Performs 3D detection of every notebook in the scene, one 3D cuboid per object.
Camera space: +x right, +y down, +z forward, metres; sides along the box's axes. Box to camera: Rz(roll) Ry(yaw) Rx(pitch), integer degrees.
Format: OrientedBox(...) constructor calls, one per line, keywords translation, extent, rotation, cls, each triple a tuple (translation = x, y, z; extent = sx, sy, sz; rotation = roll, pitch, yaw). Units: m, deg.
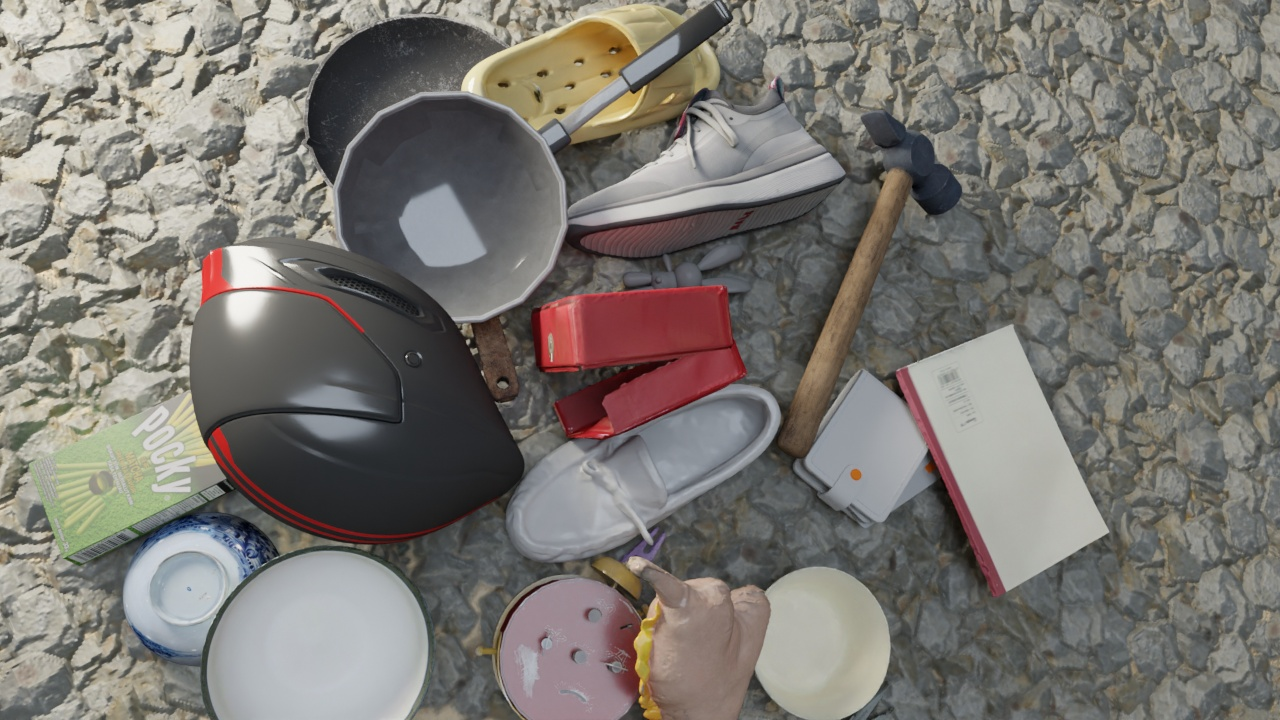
OrientedBox(translation=(0.323, 0.083, 0.817), extent=(0.152, 0.012, 0.208), rotation=(-18, 82, -26), cls="notebook")

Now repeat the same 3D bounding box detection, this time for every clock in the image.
OrientedBox(translation=(-0.037, 0.214, 0.697), extent=(0.158, 0.081, 0.117), rotation=(-25, 83, -16), cls="clock")

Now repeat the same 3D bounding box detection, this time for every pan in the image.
OrientedBox(translation=(-0.075, -0.171, 0.723), extent=(0.357, 0.041, 0.178), rotation=(-37, 97, -2), cls="pan")
OrientedBox(translation=(-0.159, -0.127, 0.778), extent=(0.207, 0.040, 0.356), rotation=(-14, 81, -14), cls="pan")

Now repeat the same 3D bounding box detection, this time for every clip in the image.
OrientedBox(translation=(-0.004, 0.158, 0.753), extent=(0.042, 0.014, 0.052), rotation=(15, 78, -5), cls="clip")

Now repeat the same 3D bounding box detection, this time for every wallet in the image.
OrientedBox(translation=(0.207, 0.087, 0.799), extent=(0.115, 0.038, 0.118), rotation=(38, 70, 0), cls="wallet")

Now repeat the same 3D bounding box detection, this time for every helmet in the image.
OrientedBox(translation=(-0.206, 0.041, 0.655), extent=(0.264, 0.165, 0.169), rotation=(27, 51, -24), cls="helmet")

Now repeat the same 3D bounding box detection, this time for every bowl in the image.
OrientedBox(translation=(0.134, 0.225, 0.737), extent=(0.115, 0.063, 0.115), rotation=(2, 77, -10), cls="bowl")
OrientedBox(translation=(-0.324, 0.166, 0.672), extent=(0.114, 0.045, 0.114), rotation=(2, 76, -10), cls="bowl")
OrientedBox(translation=(-0.230, 0.207, 0.657), extent=(0.153, 0.073, 0.153), rotation=(2, 84, -23), cls="bowl")

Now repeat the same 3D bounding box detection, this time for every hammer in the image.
OrientedBox(translation=(0.188, -0.063, 0.799), extent=(0.129, 0.040, 0.321), rotation=(36, 71, -34), cls="hammer")

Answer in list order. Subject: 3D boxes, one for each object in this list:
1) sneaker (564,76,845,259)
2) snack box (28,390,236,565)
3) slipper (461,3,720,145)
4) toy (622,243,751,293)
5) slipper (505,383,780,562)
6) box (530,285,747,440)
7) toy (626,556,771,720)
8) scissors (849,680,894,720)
OrientedBox(translation=(0.045, -0.171, 0.801), extent=(0.262, 0.097, 0.128), rotation=(-19, 79, -18), cls="sneaker")
OrientedBox(translation=(-0.363, 0.080, 0.686), extent=(0.147, 0.025, 0.080), rotation=(-27, 71, -16), cls="snack box")
OrientedBox(translation=(-0.030, -0.255, 0.788), extent=(0.260, 0.079, 0.111), rotation=(-26, 87, -28), cls="slipper")
OrientedBox(translation=(0.041, -0.072, 0.806), extent=(0.111, 0.030, 0.049), rotation=(-11, 80, -5), cls="toy")
OrientedBox(translation=(0.007, 0.090, 0.747), extent=(0.246, 0.075, 0.112), rotation=(-24, 67, -13), cls="slipper")
OrientedBox(translation=(-0.008, -0.010, 0.710), extent=(0.134, 0.158, 0.112), rotation=(-18, 91, -17), cls="box")
OrientedBox(translation=(0.005, 0.272, 0.648), extent=(0.196, 0.065, 0.264), rotation=(31, 85, -40), cls="toy")
OrientedBox(translation=(0.127, 0.308, 0.712), extent=(0.209, 0.015, 0.142), rotation=(-46, 119, -21), cls="scissors")
